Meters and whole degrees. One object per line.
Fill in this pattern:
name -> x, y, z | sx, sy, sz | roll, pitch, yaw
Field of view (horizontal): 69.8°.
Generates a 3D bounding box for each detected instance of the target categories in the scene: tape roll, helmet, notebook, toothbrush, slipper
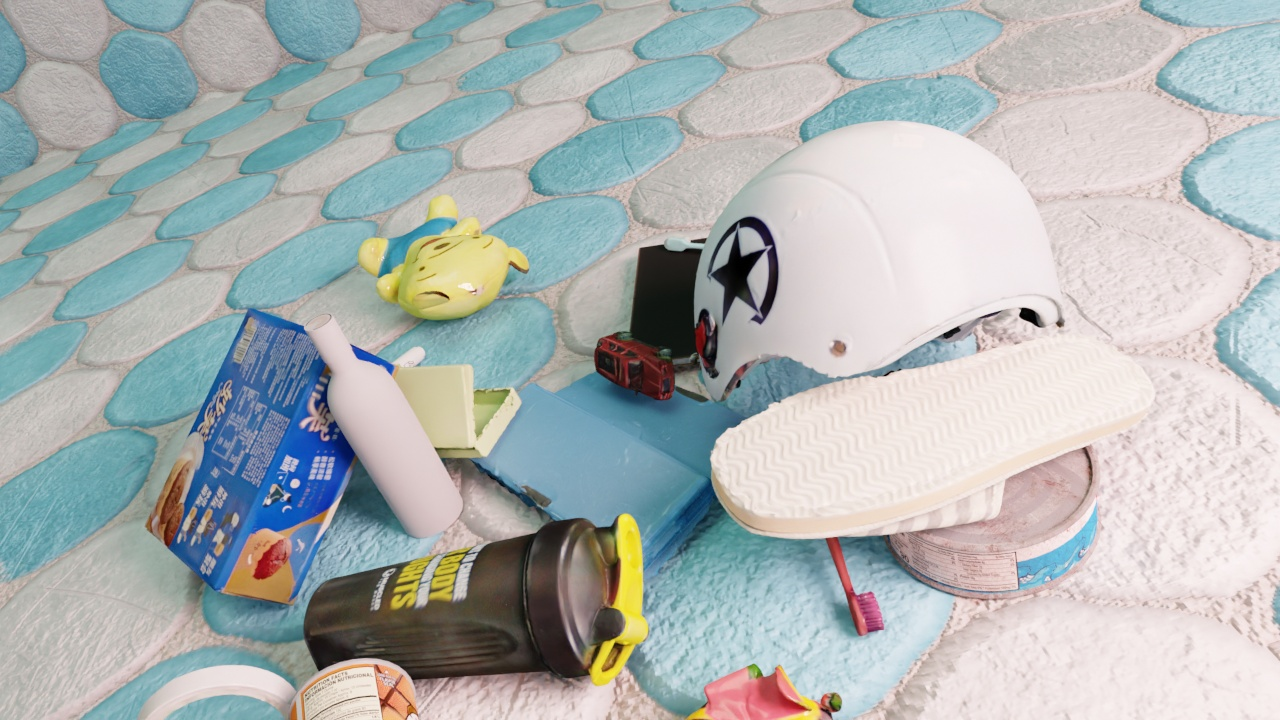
tape roll -> -0.259, 0.228, 0.567 | 0.093, 0.094, 0.018 | -25, 34, -7
helmet -> 0.144, -0.073, 0.644 | 0.236, 0.163, 0.264 | -11, -2, -22
notebook -> 0.063, -0.063, 0.874 | 0.141, 0.008, 0.208 | -7, 35, 9
toothbrush -> 0.104, -0.110, 0.901 | 0.181, 0.016, 0.016 | 10, 33, 31
toothbrush -> 0.122, 0.096, 0.603 | 0.016, 0.016, 0.189 | -13, 42, 1
slipper -> 0.176, 0.047, 0.551 | 0.272, 0.054, 0.114 | -15, 35, -7

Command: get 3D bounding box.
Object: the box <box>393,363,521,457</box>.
box -> -0.196, 0.048, 0.784 | 0.188, 0.090, 0.077 | -3, 63, 34

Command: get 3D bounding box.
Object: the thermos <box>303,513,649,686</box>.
thermos -> -0.104, 0.162, 0.588 | 0.221, 0.098, 0.098 | -13, 34, 18

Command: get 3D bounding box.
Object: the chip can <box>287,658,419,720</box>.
chip can -> -0.138, 0.260, 0.476 | 0.075, 0.075, 0.215 | -26, 34, -9

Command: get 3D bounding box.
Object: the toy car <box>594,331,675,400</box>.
toy car -> -0.005, 0.004, 0.759 | 0.036, 0.042, 0.091 | -18, 26, -36

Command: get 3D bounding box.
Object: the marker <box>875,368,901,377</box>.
marker -> 0.147, 0.047, 0.677 | 0.145, 0.019, 0.019 | -36, 37, -22

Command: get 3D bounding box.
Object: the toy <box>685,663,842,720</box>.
toy -> 0.061, 0.203, 0.483 | 0.103, 0.046, 0.084 | -23, 47, 4

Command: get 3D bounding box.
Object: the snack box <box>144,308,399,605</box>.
snack box -> -0.302, 0.072, 0.746 | 0.155, 0.069, 0.202 | 14, 79, 43

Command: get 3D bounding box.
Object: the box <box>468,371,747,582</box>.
box -> -0.018, 0.063, 0.720 | 0.176, 0.048, 0.232 | -37, 36, -25

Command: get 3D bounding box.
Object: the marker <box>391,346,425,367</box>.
marker -> -0.264, 0.023, 0.914 | 0.017, 0.020, 0.133 | 17, 42, 29

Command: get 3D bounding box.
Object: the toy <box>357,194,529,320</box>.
toy -> -0.222, -0.105, 1.029 | 0.148, 0.084, 0.214 | -37, 39, -21

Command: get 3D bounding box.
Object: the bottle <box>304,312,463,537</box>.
bottle -> -0.197, 0.049, 0.695 | 0.052, 0.195, 0.052 | -14, 34, 9

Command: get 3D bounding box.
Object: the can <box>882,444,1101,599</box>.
can -> 0.213, 0.082, 0.569 | 0.130, 0.044, 0.129 | -14, 34, 10
